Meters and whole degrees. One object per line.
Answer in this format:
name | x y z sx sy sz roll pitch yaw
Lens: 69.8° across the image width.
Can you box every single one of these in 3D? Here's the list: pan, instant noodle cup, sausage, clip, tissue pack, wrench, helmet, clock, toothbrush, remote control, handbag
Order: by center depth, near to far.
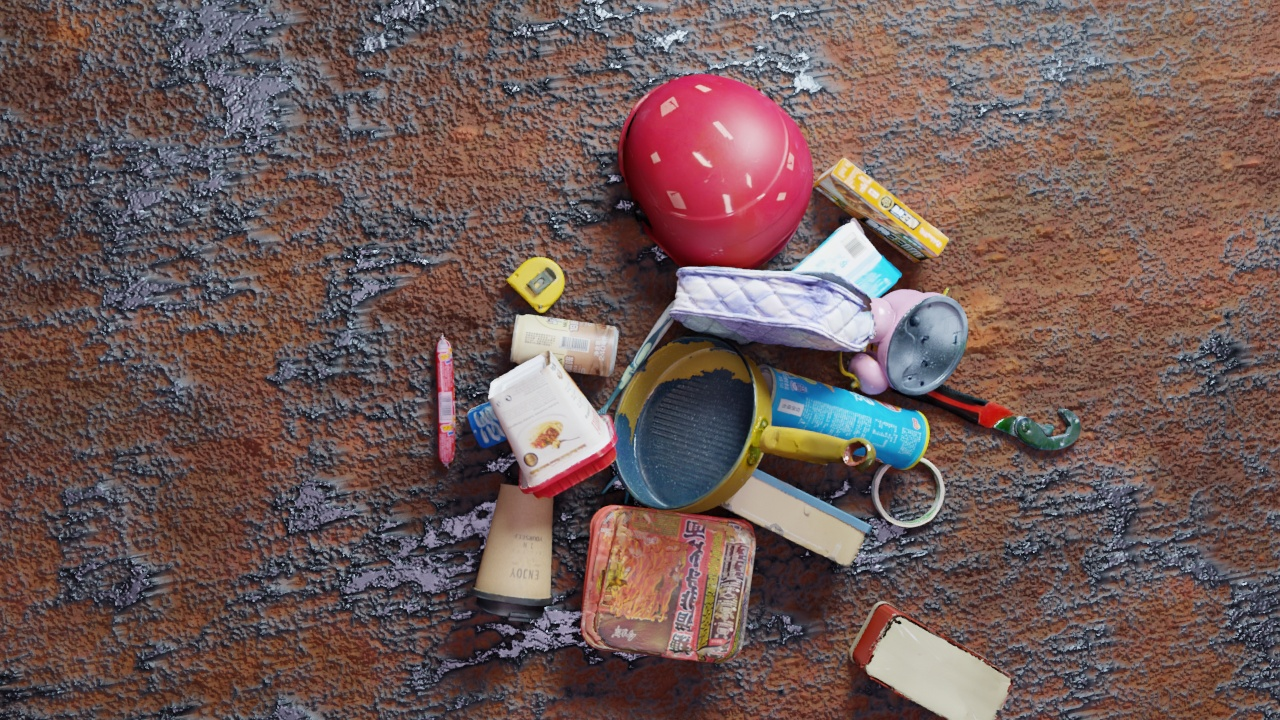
pan | 0.095 0.072 0.923 0.078 0.358 0.197 26 79 -43
handbag | 0.137 -0.057 0.971 0.194 0.134 0.075 9 84 36
instant noodle cup | -0.099 0.065 0.986 0.116 0.116 0.124 -29 104 1
helmet | 0.084 -0.215 1.008 0.207 0.144 0.240 -42 92 -1
clock | 0.288 -0.021 1.027 0.158 0.060 0.117 -13 116 -24
instant noodle cup | 0.028 0.248 1.039 0.189 0.079 0.164 8 90 -6
sausage | -0.222 0.046 1.047 0.020 0.020 0.156 -1 91 -4
remote control | -0.133 0.056 1.051 0.125 0.024 0.049 -22 93 -3
tissue pack | 0.223 -0.088 1.056 0.140 0.063 0.090 -41 92 -4
toothbrush | -0.006 0.006 1.063 0.016 0.018 0.191 35 89 -4
clip | -0.020 0.137 1.067 0.033 0.013 0.054 25 91 -5
wrench | 0.396 0.052 1.095 0.273 0.016 0.056 17 86 -5

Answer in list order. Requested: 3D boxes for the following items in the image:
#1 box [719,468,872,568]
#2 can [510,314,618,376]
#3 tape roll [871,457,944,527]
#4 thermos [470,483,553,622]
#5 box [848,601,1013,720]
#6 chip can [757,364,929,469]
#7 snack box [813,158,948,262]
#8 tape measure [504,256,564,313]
box | 0.174 0.174 1.045 0.184 0.090 0.060 25 87 -7
can | -0.086 -0.017 1.037 0.116 0.058 0.058 7 90 -4
tape roll | 0.318 0.155 1.092 0.086 0.014 0.086 0 91 -4
thermos | -0.136 0.212 1.025 0.093 0.093 0.143 9 83 -5
box | 0.338 0.362 1.065 0.168 0.076 0.091 30 88 -4
chip can | 0.218 0.065 1.027 0.210 0.071 0.071 17 89 -20
snack box | 0.275 -0.170 1.053 0.153 0.075 0.026 36 87 -4
tape measure | -0.116 -0.089 1.048 0.060 0.029 0.057 44 87 -4
